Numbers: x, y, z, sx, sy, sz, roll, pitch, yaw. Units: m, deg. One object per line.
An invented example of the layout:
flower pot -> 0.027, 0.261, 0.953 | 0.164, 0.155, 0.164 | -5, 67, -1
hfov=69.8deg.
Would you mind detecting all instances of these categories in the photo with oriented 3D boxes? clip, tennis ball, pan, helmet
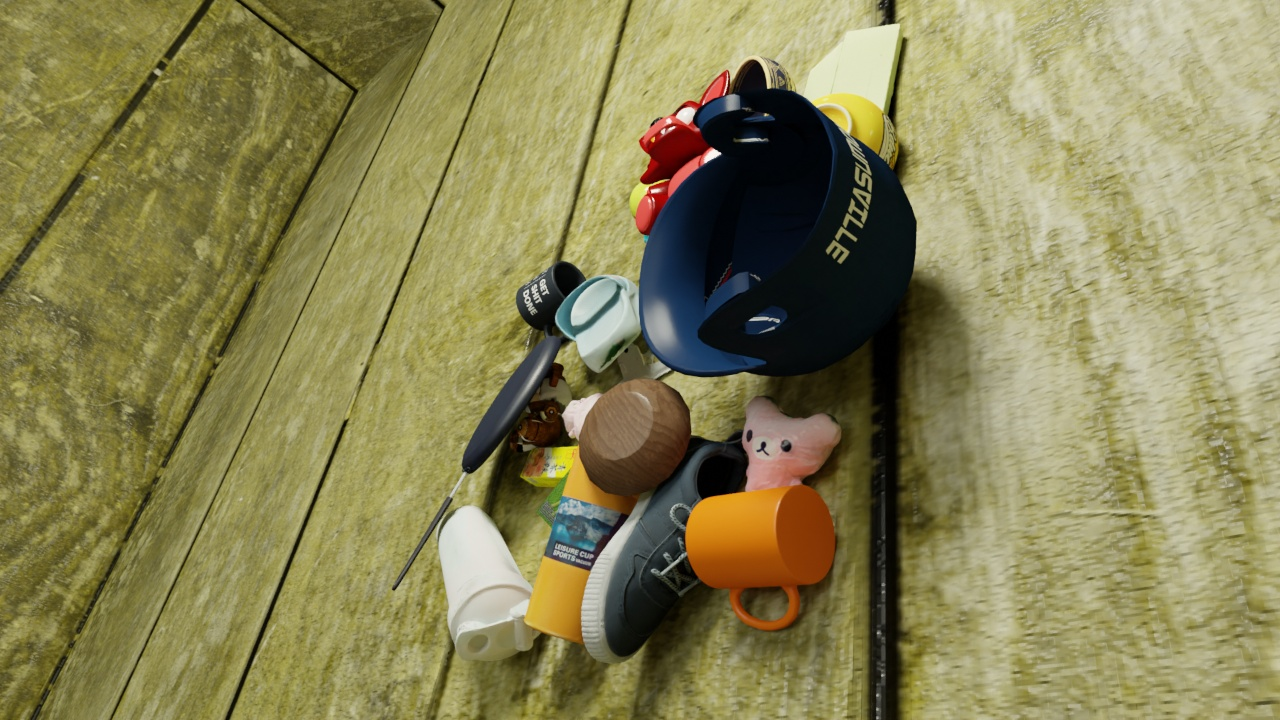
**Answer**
clip -> -0.006, 0.007, 1.068 | 0.102, 0.040, 0.054 | -30, 51, 31
tennis ball -> 0.018, -0.206, 1.205 | 0.065, 0.065, 0.065 | -33, 37, 30
pan -> -0.199, 0.115, 1.101 | 0.355, 0.021, 0.199 | -60, 12, -20
helmet -> 0.111, -0.091, 0.822 | 0.273, 0.223, 0.231 | -16, 62, 32

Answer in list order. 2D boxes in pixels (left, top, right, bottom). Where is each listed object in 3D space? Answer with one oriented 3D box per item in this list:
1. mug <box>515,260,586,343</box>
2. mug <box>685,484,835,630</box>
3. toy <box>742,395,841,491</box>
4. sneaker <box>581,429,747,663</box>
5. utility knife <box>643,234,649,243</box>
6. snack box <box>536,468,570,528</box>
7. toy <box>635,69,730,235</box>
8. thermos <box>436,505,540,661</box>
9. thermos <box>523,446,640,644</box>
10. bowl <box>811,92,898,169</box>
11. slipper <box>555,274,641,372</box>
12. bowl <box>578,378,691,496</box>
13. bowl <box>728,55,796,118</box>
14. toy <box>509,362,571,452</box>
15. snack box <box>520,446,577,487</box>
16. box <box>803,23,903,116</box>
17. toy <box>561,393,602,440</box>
mug -> -0.117, -0.074, 1.265 | 0.078, 0.071, 0.105 | -29, 66, 35
mug -> 0.099, 0.163, 0.749 | 0.096, 0.077, 0.112 | -17, 75, 44
toy -> 0.123, 0.084, 0.804 | 0.099, 0.052, 0.096 | 17, 85, 44
sneaker -> 0.032, 0.165, 0.820 | 0.088, 0.089, 0.235 | 0, 56, 47
utility knife -> 0.014, -0.186, 1.242 | 0.022, 0.015, 0.123 | -12, 45, 8
snack box -> -0.034, 0.128, 0.961 | 0.080, 0.025, 0.147 | 40, 94, 32
toy -> 0.060, -0.247, 1.114 | 0.159, 0.120, 0.197 | -34, 49, 33
thermos -> -0.172, 0.240, 1.010 | 0.099, 0.099, 0.220 | -51, 28, 4
thermos -> -0.036, 0.154, 0.894 | 0.091, 0.076, 0.232 | 14, 79, 15
bowl -> 0.198, -0.223, 0.940 | 0.117, 0.067, 0.117 | -8, 73, 27
slipper -> -0.053, -0.058, 1.116 | 0.104, 0.074, 0.245 | -45, 17, 8
bowl -> -0.012, 0.065, 0.845 | 0.118, 0.030, 0.117 | -15, 57, 24
bowl -> 0.155, -0.308, 1.115 | 0.112, 0.061, 0.112 | 180, 90, -69
toy -> -0.120, 0.057, 1.140 | 0.087, 0.067, 0.112 | 133, 145, -59
snack box -> -0.082, 0.123, 1.057 | 0.148, 0.029, 0.040 | -8, 54, 49
box -> 0.225, -0.294, 1.043 | 0.141, 0.047, 0.187 | -15, 49, 49
toy -> -0.040, 0.069, 1.039 | 0.110, 0.047, 0.063 | 3, 65, 46
